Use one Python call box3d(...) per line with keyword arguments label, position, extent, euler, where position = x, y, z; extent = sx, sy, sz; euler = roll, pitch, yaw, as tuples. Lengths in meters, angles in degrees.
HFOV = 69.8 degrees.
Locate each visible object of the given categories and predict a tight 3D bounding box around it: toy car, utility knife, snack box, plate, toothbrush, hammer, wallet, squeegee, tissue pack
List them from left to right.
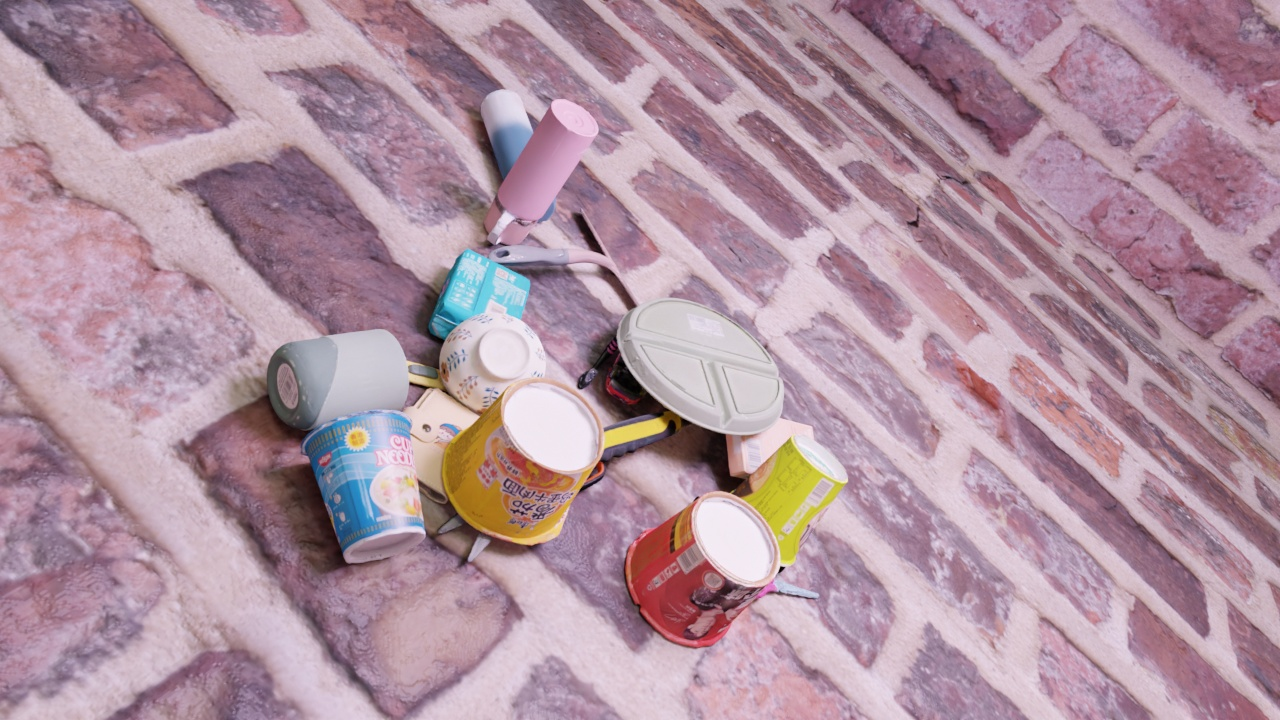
box3d(label="wallet", position=(-0.205, 0.079, 0.915), extent=(0.087, 0.024, 0.114), euler=(34, 38, -6))
box3d(label="utility knife", position=(-0.212, 0.020, 0.980), extent=(0.166, 0.018, 0.030), euler=(20, 47, -32))
box3d(label="tissue pack", position=(-0.184, -0.067, 1.059), extent=(0.093, 0.050, 0.133), euler=(26, 38, -16))
box3d(label="squeegee", position=(-0.094, -0.128, 1.183), extent=(0.249, 0.040, 0.247), euler=(0, 53, -50))
box3d(label="toothbrush", position=(-0.029, -0.024, 1.153), extent=(0.014, 0.018, 0.188), euler=(44, 46, -8))
box3d(label="toy car", position=(-0.007, 0.007, 1.141), extent=(0.053, 0.045, 0.120), euler=(33, 45, -7))
box3d(label="hammer", position=(0.027, 0.073, 1.075), extent=(0.322, 0.032, 0.126), euler=(-12, 74, -50))
box3d(label="plate", position=(0.080, 0.000, 1.130), extent=(0.230, 0.028, 0.229), euler=(21, 36, -16))
box3d(label="snack box", position=(0.167, 0.113, 1.157), extent=(0.157, 0.026, 0.084), euler=(17, 61, -43))

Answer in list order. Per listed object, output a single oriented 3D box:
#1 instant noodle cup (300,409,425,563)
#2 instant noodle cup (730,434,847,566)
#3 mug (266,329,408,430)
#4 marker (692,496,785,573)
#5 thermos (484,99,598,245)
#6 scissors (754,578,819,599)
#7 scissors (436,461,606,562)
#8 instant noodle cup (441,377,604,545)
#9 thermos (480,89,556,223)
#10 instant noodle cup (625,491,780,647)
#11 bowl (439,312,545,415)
box3d(label="instant noodle cup", position=(-0.235, 0.114, 0.802), extent=(0.099, 0.099, 0.110), euler=(-2, 61, -42))
box3d(label="instant noodle cup", position=(0.170, 0.153, 1.054), extent=(0.111, 0.124, 0.111), euler=(33, 18, -12))
box3d(label="mug", position=(-0.282, 0.032, 0.859), extent=(0.106, 0.082, 0.111), euler=(-12, 92, -47))
box3d(label="marker", position=(0.114, 0.203, 1.065), extent=(0.132, 0.020, 0.022), euler=(36, 52, -5))
box3d(label="thermos", position=(-0.133, -0.224, 1.141), extent=(0.067, 0.199, 0.087), euler=(38, 35, -6))
box3d(label="scissors", position=(0.157, 0.257, 1.051), extent=(0.133, 0.017, 0.056), euler=(20, 33, -30))
box3d(label="scissors", position=(-0.132, 0.118, 0.943), extent=(0.228, 0.022, 0.189), euler=(-4, 51, -40))
box3d(label="instant noodle cup", position=(-0.105, 0.089, 0.881), extent=(0.138, 0.110, 0.137), euler=(22, 42, -22))
box3d(label="thermos", position=(-0.171, -0.285, 1.286), extent=(0.070, 0.070, 0.220), euler=(6, 49, -37))
box3d(label="instant noodle cup", position=(0.070, 0.210, 0.945), extent=(0.138, 0.109, 0.137), euler=(23, 40, -22))
box3d(label="bowl", position=(-0.150, 0.000, 0.965), extent=(0.113, 0.062, 0.113), euler=(6, 75, -22))
